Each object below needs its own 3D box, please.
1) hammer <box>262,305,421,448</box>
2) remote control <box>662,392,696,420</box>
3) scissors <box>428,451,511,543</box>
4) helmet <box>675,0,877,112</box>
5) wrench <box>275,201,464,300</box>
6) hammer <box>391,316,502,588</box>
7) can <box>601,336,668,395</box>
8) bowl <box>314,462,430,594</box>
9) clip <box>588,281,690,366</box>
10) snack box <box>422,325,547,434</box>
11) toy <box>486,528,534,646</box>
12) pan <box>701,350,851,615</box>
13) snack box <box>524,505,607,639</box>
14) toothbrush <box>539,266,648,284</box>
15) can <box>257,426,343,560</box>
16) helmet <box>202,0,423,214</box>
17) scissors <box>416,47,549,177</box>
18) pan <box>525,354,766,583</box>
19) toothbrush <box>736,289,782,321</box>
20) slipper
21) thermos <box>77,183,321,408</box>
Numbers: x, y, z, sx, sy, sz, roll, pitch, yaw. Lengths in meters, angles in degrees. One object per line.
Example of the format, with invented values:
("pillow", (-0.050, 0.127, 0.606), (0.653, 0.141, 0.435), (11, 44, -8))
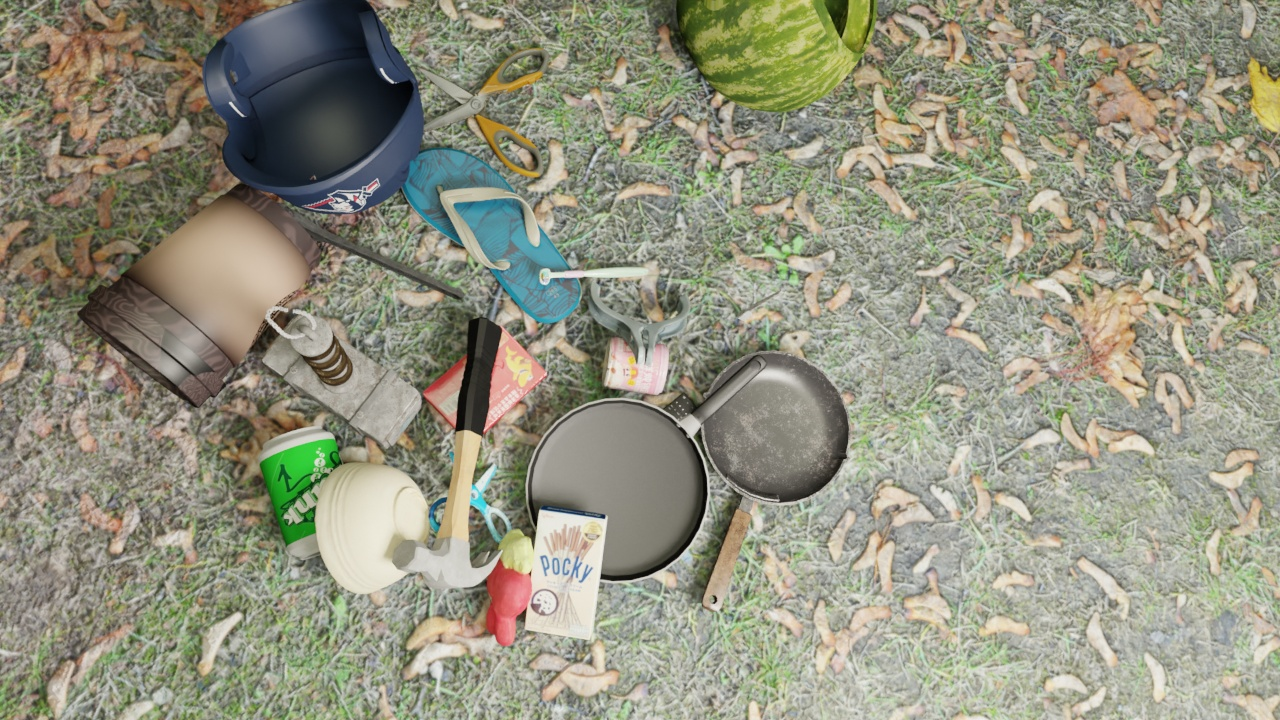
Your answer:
("hammer", (-0.334, 0.002, 0.988), (0.177, 0.327, 0.079), (34, 74, -1))
("remote control", (0.014, 0.095, 1.191), (0.140, 0.009, 0.030), (-38, 86, -15))
("scissors", (-0.204, 0.172, 1.101), (0.139, 0.011, 0.134), (-35, 103, -54))
("helmet", (0.174, -0.451, 1.220), (0.212, 0.248, 0.243), (-55, 132, -33))
("wrench", (-0.351, -0.136, 1.157), (0.273, 0.073, 0.018), (24, 75, -10))
("hammer", (-0.204, 0.102, 1.077), (0.131, 0.039, 0.327), (34, 51, -47))
("can", (-0.007, 0.007, 1.177), (0.076, 0.067, 0.067), (8, 76, -7))
("bowl", (-0.288, 0.183, 1.039), (0.075, 0.150, 0.150), (-14, 79, 19))
("clip", (-0.006, -0.062, 1.187), (0.165, 0.032, 0.164), (33, 41, 26))
("snack box", (-0.196, 0.031, 1.163), (0.132, 0.021, 0.089), (-43, 88, -15))
("toy", (-0.155, 0.268, 1.086), (0.045, 0.092, 0.135), (11, 91, -25))
("pan", (0.146, 0.158, 1.187), (0.207, 0.040, 0.356), (24, 76, -4))
("snack box", (-0.089, 0.254, 1.103), (0.082, 0.026, 0.150), (7, 94, 3))
("toothbrush", (-0.059, -0.114, 1.205), (0.154, 0.015, 0.022), (-6, 116, -26))
("can", (-0.384, 0.154, 1.071), (0.087, 0.088, 0.140), (-20, 82, -13))
("helmet", (-0.370, -0.274, 1.088), (0.232, 0.223, 0.271), (-12, 43, 2))
("scissors", (-0.199, -0.349, 1.249), (0.225, 0.016, 0.229), (38, 75, 1))
("pan", (0.021, 0.116, 1.143), (0.356, 0.034, 0.225), (-42, 88, -4))
("toothbrush", (0.153, -0.069, 1.162), (0.010, 0.182, 0.010), (28, 80, -6))
("slipper", (-0.188, -0.174, 1.191), (0.118, 0.060, 0.295), (-43, 88, -19))
("thermos", (-0.499, -0.082, 1.068), (0.172, 0.173, 0.225), (37, 68, 0))
